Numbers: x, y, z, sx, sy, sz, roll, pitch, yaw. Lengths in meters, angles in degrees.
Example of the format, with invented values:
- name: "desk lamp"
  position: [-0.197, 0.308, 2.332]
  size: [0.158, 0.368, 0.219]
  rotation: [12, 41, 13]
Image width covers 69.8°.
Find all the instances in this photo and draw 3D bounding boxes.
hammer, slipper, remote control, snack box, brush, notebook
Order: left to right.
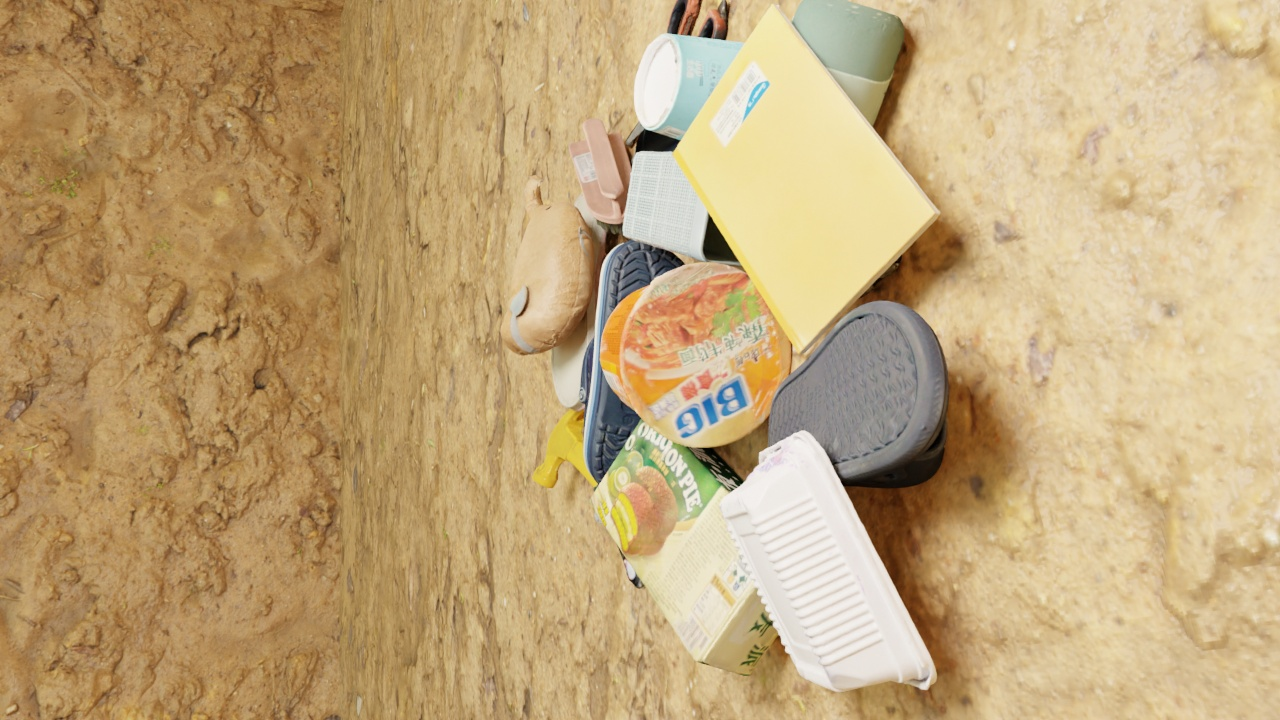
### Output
- name: "slipper"
  position: [-0.056, -0.072, 1.066]
  size: [0.114, 0.054, 0.274]
  rotation: [-30, 53, 55]
- name: "brush"
  position: [-0.039, -0.204, 1.021]
  size: [0.073, 0.063, 0.145]
  rotation: [80, 176, -50]
- name: "hammer"
  position: [-0.028, 0.141, 0.988]
  size: [0.301, 0.032, 0.129]
  rotation: [39, 106, 53]
- name: "slipper"
  position: [-0.005, 0.005, 0.915]
  size: [0.095, 0.105, 0.253]
  rotation: [-146, 61, -65]
- name: "remote control"
  position: [0.028, -0.234, 0.948]
  size: [0.137, 0.024, 0.053]
  rotation: [-21, 64, 53]
- name: "snack box"
  position: [0.046, 0.148, 0.796]
  size: [0.114, 0.063, 0.240]
  rotation: [-58, 33, 8]
- name: "notebook"
  position: [0.105, -0.129, 0.653]
  size: [0.146, 0.010, 0.206]
  rotation: [-52, 56, 39]
- name: "slipper"
  position: [0.158, 0.036, 0.629]
  size: [0.268, 0.083, 0.110]
  rotation: [125, 149, -73]

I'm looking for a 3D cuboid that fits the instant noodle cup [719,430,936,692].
- name: "instant noodle cup"
  position: [0.111, 0.141, 0.612]
  size: [0.138, 0.060, 0.173]
  rotation: [113, 133, -76]

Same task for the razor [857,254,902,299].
- name: "razor"
  position: [0.139, -0.105, 0.709]
  size: [0.167, 0.062, 0.068]
  rotation: [-114, 7, -51]

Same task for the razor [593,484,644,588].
- name: "razor"
  position: [-0.022, 0.168, 0.918]
  size: [0.043, 0.022, 0.142]
  rotation: [-51, 39, 26]

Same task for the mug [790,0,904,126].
- name: "mug"
  position: [0.139, -0.214, 0.689]
  size: [0.111, 0.082, 0.106]
  rotation: [-104, 27, -64]

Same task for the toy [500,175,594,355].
- name: "toy"
  position: [-0.102, -0.114, 1.024]
  size: [0.144, 0.082, 0.225]
  rotation: [-20, 57, 44]

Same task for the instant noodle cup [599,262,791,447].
- name: "instant noodle cup"
  position: [0.037, -0.007, 0.791]
  size: [0.111, 0.151, 0.151]
  rotation: [-171, 85, -71]

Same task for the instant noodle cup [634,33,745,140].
- name: "instant noodle cup"
  position: [0.063, -0.229, 0.787]
  size: [0.111, 0.120, 0.111]
  rotation: [-15, 73, 61]

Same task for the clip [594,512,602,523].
- name: "clip"
  position: [-0.025, 0.175, 1.020]
  size: [0.057, 0.028, 0.024]
  rotation: [0, 88, 54]

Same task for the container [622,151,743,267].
- name: "container"
  position: [0.050, -0.136, 0.802]
  size: [0.111, 0.089, 0.090]
  rotation: [19, 104, 44]

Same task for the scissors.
- name: "scissors"
  position: [0.032, -0.305, 0.976]
  size: [0.197, 0.015, 0.214]
  rotation: [21, 106, 61]
